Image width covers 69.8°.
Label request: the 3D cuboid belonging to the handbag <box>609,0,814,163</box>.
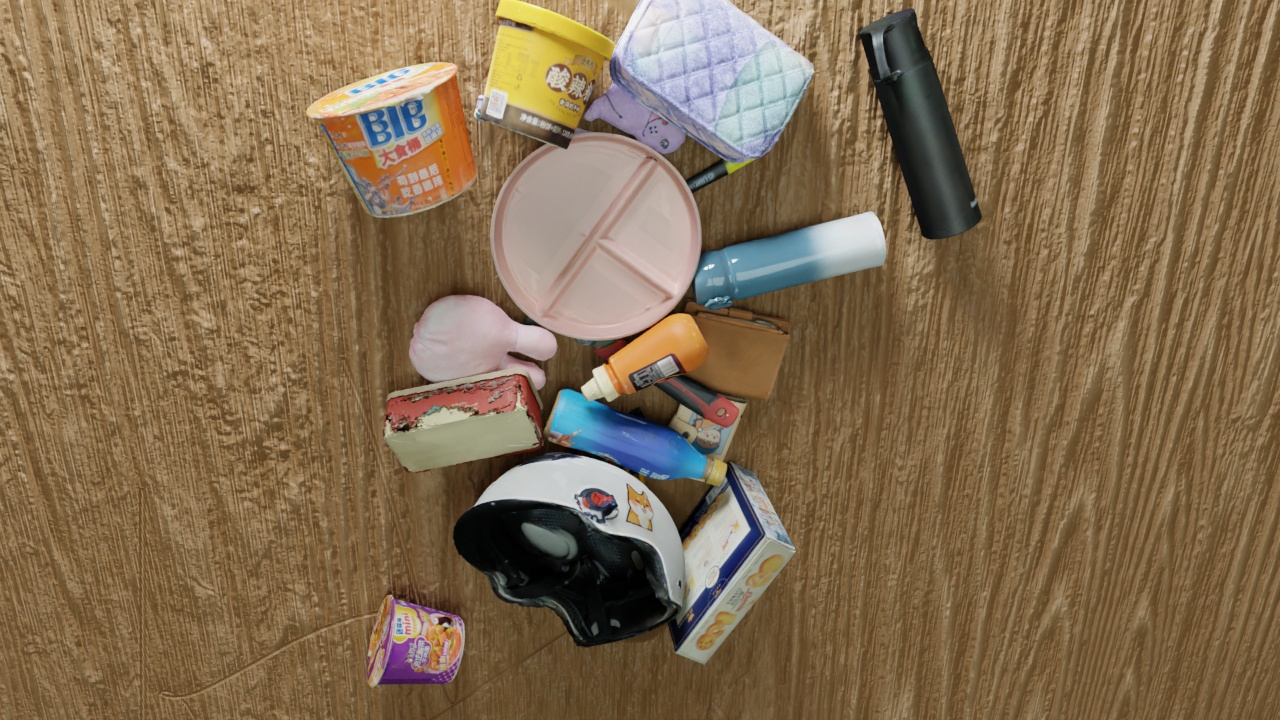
[{"bbox_3d":[0.070,-0.301,0.943,0.194,0.075,0.134,31,88,-18],"label":"handbag"}]

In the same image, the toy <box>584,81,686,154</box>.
[{"bbox_3d":[0.004,-0.265,0.974,0.108,0.039,0.084,28,87,-15],"label":"toy"}]

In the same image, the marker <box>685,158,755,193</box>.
[{"bbox_3d":[0.083,-0.209,1.019,0.124,0.015,0.018,-28,109,5],"label":"marker"}]

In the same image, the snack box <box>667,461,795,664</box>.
[{"bbox_3d":[0.093,0.239,1.104,0.045,0.182,0.178,30,105,-18],"label":"snack box"}]

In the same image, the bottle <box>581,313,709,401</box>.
[{"bbox_3d":[0.001,0.004,1.031,0.149,0.066,0.067,-28,112,2],"label":"bottle"}]

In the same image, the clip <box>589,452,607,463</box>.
[{"bbox_3d":[-0.051,0.119,1.127,0.014,0.047,0.057,-25,115,1],"label":"clip"}]

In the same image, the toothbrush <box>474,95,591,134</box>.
[{"bbox_3d":[-0.082,-0.245,0.979,0.189,0.021,0.029,13,132,-14],"label":"toothbrush"}]

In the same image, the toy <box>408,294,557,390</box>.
[{"bbox_3d":[-0.178,-0.013,1.038,0.159,0.054,0.121,16,120,-14],"label":"toy"}]

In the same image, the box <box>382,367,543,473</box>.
[{"bbox_3d":[-0.199,0.074,1.034,0.168,0.075,0.091,-12,139,5],"label":"box"}]

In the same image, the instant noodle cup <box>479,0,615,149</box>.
[{"bbox_3d":[-0.099,-0.278,0.904,0.118,0.118,0.114,18,101,-14],"label":"instant noodle cup"}]

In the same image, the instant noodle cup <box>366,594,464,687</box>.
[{"bbox_3d":[-0.279,0.355,1.147,0.099,0.111,0.112,14,109,-22],"label":"instant noodle cup"}]

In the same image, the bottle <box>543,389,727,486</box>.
[{"bbox_3d":[-0.003,0.099,1.083,0.218,0.065,0.065,21,107,-4],"label":"bottle"}]

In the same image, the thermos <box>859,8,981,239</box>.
[{"bbox_3d":[0.299,-0.248,0.996,0.069,0.089,0.242,-7,120,41],"label":"thermos"}]

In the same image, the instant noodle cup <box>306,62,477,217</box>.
[{"bbox_3d":[-0.236,-0.216,0.908,0.151,0.151,0.111,-16,121,-1],"label":"instant noodle cup"}]

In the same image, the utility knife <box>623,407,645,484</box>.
[{"bbox_3d":[-0.005,0.143,1.144,0.033,0.015,0.181,-2,111,-3],"label":"utility knife"}]

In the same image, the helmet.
[{"bbox_3d":[-0.067,0.201,1.077,0.274,0.156,0.231,35,133,-11],"label":"helmet"}]

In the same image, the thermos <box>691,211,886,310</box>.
[{"bbox_3d":[0.164,-0.111,1.041,0.220,0.070,0.070,-15,112,-2],"label":"thermos"}]

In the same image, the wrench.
[{"bbox_3d":[-0.006,0.006,1.070,0.273,0.016,0.056,26,102,-7],"label":"wrench"}]

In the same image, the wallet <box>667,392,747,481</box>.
[{"bbox_3d":[0.072,0.091,1.132,0.087,0.024,0.115,14,110,-18],"label":"wallet"}]

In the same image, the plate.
[{"bbox_3d":[-0.048,-0.134,1.004,0.229,0.028,0.230,0,111,-1],"label":"plate"}]

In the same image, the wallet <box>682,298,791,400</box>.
[{"bbox_3d":[0.104,-0.011,1.090,0.131,0.031,0.108,10,113,-11],"label":"wallet"}]
